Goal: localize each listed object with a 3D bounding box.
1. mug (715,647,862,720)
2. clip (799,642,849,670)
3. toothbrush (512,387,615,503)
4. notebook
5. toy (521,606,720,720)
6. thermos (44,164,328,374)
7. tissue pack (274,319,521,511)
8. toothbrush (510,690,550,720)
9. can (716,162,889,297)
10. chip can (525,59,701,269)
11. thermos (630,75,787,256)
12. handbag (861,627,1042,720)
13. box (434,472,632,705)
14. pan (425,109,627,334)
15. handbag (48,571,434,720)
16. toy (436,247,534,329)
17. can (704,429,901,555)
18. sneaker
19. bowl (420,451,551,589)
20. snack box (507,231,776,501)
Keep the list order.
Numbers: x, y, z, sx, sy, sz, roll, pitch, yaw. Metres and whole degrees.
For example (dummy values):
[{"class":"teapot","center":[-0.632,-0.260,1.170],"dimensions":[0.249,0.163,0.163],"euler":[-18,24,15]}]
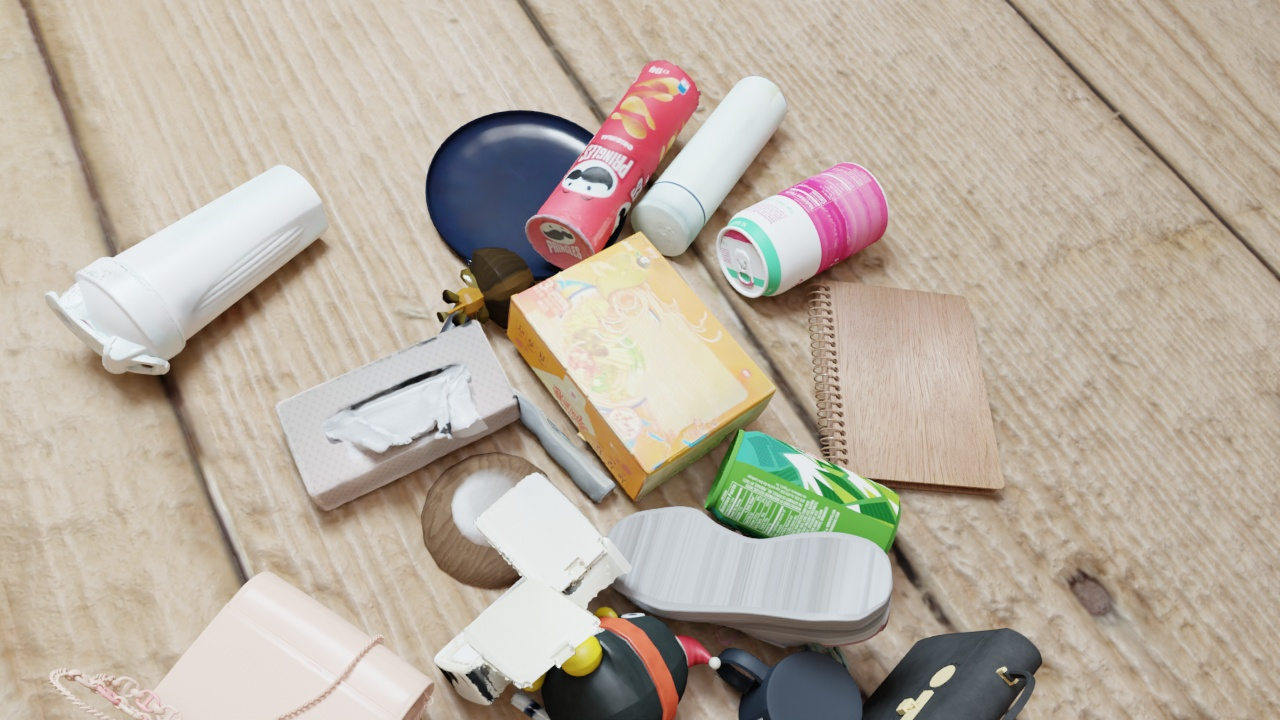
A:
[{"class":"mug","center":[0.103,0.251,0.684],"dimensions":[0.105,0.078,0.071],"euler":[33,60,9]},{"class":"clip","center":[0.139,0.222,0.740],"dimensions":[0.047,0.023,0.076],"euler":[-21,65,-19]},{"class":"toothbrush","center":[-0.092,0.050,0.794],"dimensions":[0.024,0.022,0.185],"euler":[-41,75,-13]},{"class":"notebook","center":[0.246,0.022,0.876],"dimensions":[0.169,0.022,0.210],"euler":[6,60,-9]},{"class":"toy","center":[-0.012,0.230,0.669],"dimensions":[0.119,0.098,0.099],"euler":[-23,82,-46]},{"class":"thermos","center":[-0.370,-0.080,0.779],"dimensions":[0.099,0.100,0.219],"euler":[37,57,11]},{"class":"tissue pack","center":[-0.193,0.042,0.746],"dimensions":[0.181,0.071,0.104],"euler":[-23,65,-17]},{"class":"toothbrush","center":[-0.017,0.298,0.670],"dimensions":[0.187,0.017,0.012],"euler":[32,68,8]},{"class":"can","center":[0.162,-0.129,0.906],"dimensions":[0.165,0.088,0.088],"euler":[-28,69,-24]},{"class":"chip can","center":[-0.021,-0.192,0.888],"dimensions":[0.073,0.073,0.232],"euler":[28,62,6]},{"class":"thermos","center":[0.074,-0.204,0.947],"dimensions":[0.068,0.068,0.229],"euler":[32,60,8]},{"class":"handbag","center":[0.208,0.257,0.631],"dimensions":[0.175,0.196,0.072],"euler":[-37,73,-27]},{"class":"box","center":[-0.079,0.148,0.628],"dimensions":[0.143,0.195,0.101],"euler":[-40,97,-29]},{"class":"pan","center":[-0.139,-0.100,0.874],"dimensions":[0.199,0.021,0.355],"euler":[23,62,1]},{"class":"handbag","center":[-0.223,0.211,0.582],"dimensions":[0.199,0.187,0.116],"euler":[29,66,12]},{"class":"toy","center":[-0.139,-0.058,0.809],"dimensions":[0.099,0.063,0.076],"euler":[-33,111,-36]},{"class":"can","center":[0.133,0.119,0.762],"dimensions":[0.144,0.083,0.082],"euler":[24,59,4]},{"class":"sneaker","center":[0.081,0.177,0.709],"dimensions":[0.237,0.089,0.099],"euler":[3,49,29]},{"class":"bowl","center":[-0.118,0.123,0.744],"dimensions":[0.118,0.030,0.117],"euler":[5,60,-8]},{"class":"snack box","center":[-0.005,0.005,0.803],"dimensions":[0.144,0.081,0.195],"euler":[-31,71,-26]}]
